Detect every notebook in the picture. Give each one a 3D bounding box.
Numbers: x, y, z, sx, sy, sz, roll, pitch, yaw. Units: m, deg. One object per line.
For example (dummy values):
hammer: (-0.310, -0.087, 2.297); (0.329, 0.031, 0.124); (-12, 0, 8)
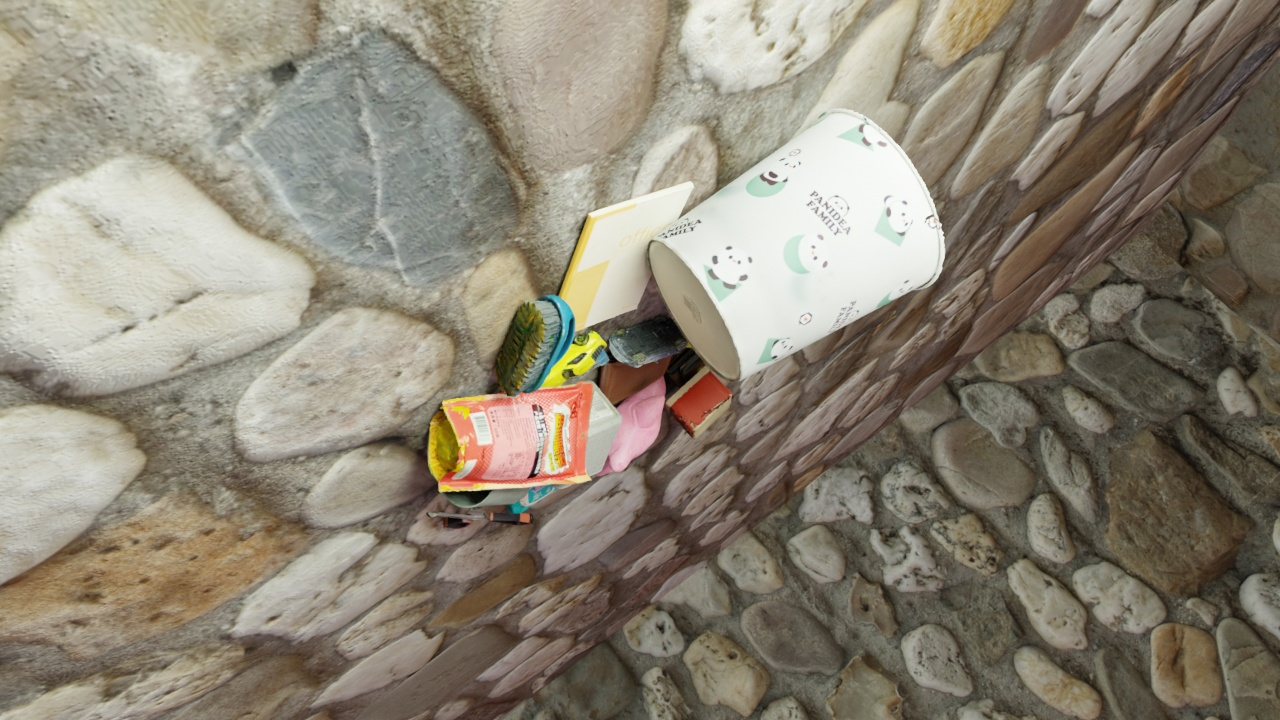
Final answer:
notebook: (-0.028, -0.106, 1.023); (0.145, 0.010, 0.207); (-24, 155, -36)

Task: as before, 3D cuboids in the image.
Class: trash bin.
trash bin: (0.161, -0.116, 1.017); (0.251, 0.229, 0.230); (-32, 158, -11)

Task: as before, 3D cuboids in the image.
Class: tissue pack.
tissue pack: (-0.157, 0.170, 1.328); (0.093, 0.050, 0.134); (-31, 158, -20)

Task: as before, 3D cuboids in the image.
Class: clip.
clip: (-0.068, 0.005, 1.171); (0.058, 0.025, 0.036); (-36, 153, 9)

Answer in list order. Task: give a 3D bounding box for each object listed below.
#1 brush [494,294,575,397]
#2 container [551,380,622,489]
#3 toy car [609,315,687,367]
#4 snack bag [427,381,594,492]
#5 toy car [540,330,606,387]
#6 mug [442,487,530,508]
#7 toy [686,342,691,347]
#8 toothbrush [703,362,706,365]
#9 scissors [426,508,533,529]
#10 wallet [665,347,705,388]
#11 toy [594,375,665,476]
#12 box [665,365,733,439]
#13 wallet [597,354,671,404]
brush: (-0.110, -0.017, 1.012); (0.073, 0.055, 0.144); (-18, 150, -40)
container: (-0.089, 0.096, 1.238); (0.090, 0.090, 0.115); (-22, 150, -38)
toy car: (0.011, -0.022, 1.199); (0.120, 0.054, 0.037); (-18, 150, -41)
snack bag: (-0.145, 0.094, 1.096); (0.207, 0.073, 0.128); (-3, 99, -38)
toy car: (-0.087, 0.005, 1.130); (0.105, 0.032, 0.048); (-37, 160, 1)
mug: (-0.186, 0.127, 1.171); (0.124, 0.084, 0.103); (-66, 157, 2)
toy: (0.101, -0.053, 1.317); (0.100, 0.031, 0.096); (-48, 159, 23)
toothbrush: (0.117, 0.012, 1.426); (0.018, 0.016, 0.191); (-35, 165, 10)
scissors: (-0.222, 0.216, 1.258); (0.188, 0.015, 0.227); (5, 164, -30)
wallet: (0.082, 0.002, 1.403); (0.090, 0.033, 0.115); (-39, 163, -1)
toy: (-0.011, 0.093, 1.355); (0.178, 0.074, 0.195); (-58, -175, -14)
box: (0.094, 0.074, 1.400); (0.091, 0.078, 0.168); (-42, 171, -3)
wallet: (-0.008, 0.007, 1.268); (0.124, 0.032, 0.101); (-27, 154, -30)
